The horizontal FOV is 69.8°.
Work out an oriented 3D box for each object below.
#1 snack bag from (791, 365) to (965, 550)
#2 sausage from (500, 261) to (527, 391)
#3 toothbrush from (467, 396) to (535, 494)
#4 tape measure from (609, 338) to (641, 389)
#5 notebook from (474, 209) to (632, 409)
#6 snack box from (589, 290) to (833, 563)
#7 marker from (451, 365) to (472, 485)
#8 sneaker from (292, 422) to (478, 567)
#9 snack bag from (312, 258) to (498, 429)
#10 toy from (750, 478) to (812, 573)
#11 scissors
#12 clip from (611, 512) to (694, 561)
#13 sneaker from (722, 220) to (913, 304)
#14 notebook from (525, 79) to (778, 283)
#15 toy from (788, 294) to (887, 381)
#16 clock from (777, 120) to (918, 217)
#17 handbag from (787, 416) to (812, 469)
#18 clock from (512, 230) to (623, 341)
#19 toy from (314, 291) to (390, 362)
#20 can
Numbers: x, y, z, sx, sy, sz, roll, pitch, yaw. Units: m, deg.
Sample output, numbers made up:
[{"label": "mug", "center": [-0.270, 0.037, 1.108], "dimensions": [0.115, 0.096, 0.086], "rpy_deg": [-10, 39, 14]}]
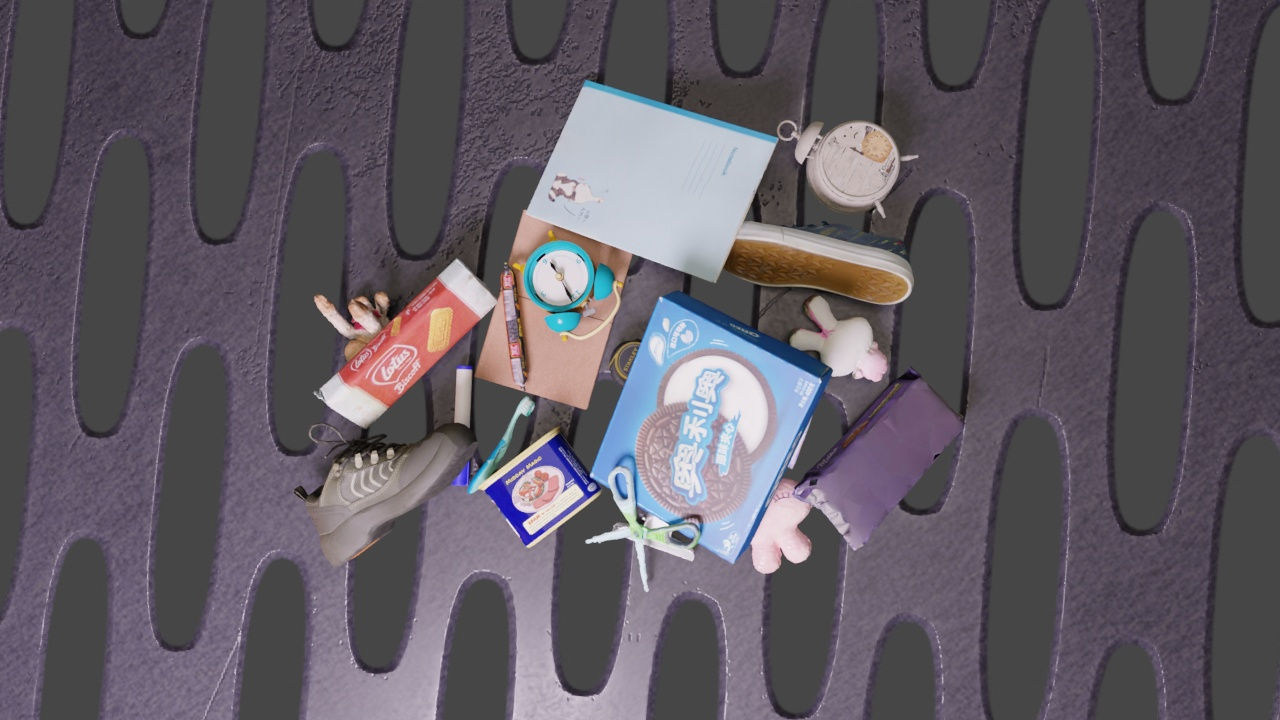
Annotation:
[{"label": "snack bag", "center": [0.272, 0.107, 1.028], "dimensions": [0.096, 0.058, 0.205], "rpy_deg": [44, 78, 2]}, {"label": "sausage", "center": [-0.150, -0.040, 1.085], "dimensions": [0.020, 0.020, 0.155], "rpy_deg": [-7, 88, 3]}, {"label": "toothbrush", "center": [-0.166, 0.103, 1.092], "dimensions": [0.017, 0.022, 0.135], "rpy_deg": [31, 89, 28]}, {"label": "tape measure", "center": [-0.006, 0.006, 1.077], "dimensions": [0.061, 0.034, 0.061], "rpy_deg": [31, 81, 0]}, {"label": "notebook", "center": [-0.102, -0.061, 1.098], "dimensions": [0.141, 0.008, 0.209], "rpy_deg": [16, 89, 4]}, {"label": "snack box", "center": [0.071, 0.070, 0.998], "dimensions": [0.195, 0.056, 0.239], "rpy_deg": [29, 113, 19]}, {"label": "marker", "center": [-0.212, 0.077, 1.095], "dimensions": [0.020, 0.020, 0.141], "rpy_deg": [2, 88, 3]}, {"label": "sneaker", "center": [-0.303, 0.117, 1.057], "dimensions": [0.238, 0.101, 0.143], "rpy_deg": [-38, 87, 15]}, {"label": "snack bag", "center": [-0.268, -0.018, 1.066], "dimensions": [0.225, 0.077, 0.041], "rpy_deg": [-45, 54, -3]}, {"label": "toy", "center": [0.150, 0.189, 1.054], "dimensions": [0.108, 0.053, 0.105], "rpy_deg": [-22, 94, 5]}, {"label": "scissors", "center": [-0.004, 0.189, 1.035], "dimensions": [0.172, 0.023, 0.172], "rpy_deg": [-17, 110, 38]}, {"label": "clip", "center": [0.021, 0.194, 1.069], "dimensions": [0.102, 0.045, 0.056], "rpy_deg": [18, 102, 3]}, {"label": "sneaker", "center": [0.197, -0.130, 1.052], "dimensions": [0.235, 0.088, 0.079], "rpy_deg": [12, 57, 8]}, {"label": "notebook", "center": [0.009, -0.212, 1.058], "dimensions": [0.253, 0.009, 0.181], "rpy_deg": [22, 86, 20]}, {"label": "toy", "center": [0.231, -0.019, 1.062], "dimensions": [0.122, 0.038, 0.079], "rpy_deg": [34, 78, 4]}, {"label": "clock", "center": [0.229, -0.235, 1.057], "dimensions": [0.157, 0.061, 0.103], "rpy_deg": [28, 90, 2]}, {"label": "handbag", "center": [0.119, 0.044, 1.055], "dimensions": [0.158, 0.069, 0.127], "rpy_deg": [18, 107, 5]}, {"label": "clock", "center": [-0.084, -0.087, 1.073], "dimensions": [0.099, 0.043, 0.129], "rpy_deg": [-44, 79, 1]}, {"label": "toy", "center": [-0.334, -0.030, 1.086], "dimensions": [0.085, 0.074, 0.106], "rpy_deg": [5, 111, 26]}, {"label": "can", "center": [-0.114, 0.148, 1.069], "dimensions": [0.116, 0.056, 0.092], "rpy_deg": [-37, 87, 2]}]
